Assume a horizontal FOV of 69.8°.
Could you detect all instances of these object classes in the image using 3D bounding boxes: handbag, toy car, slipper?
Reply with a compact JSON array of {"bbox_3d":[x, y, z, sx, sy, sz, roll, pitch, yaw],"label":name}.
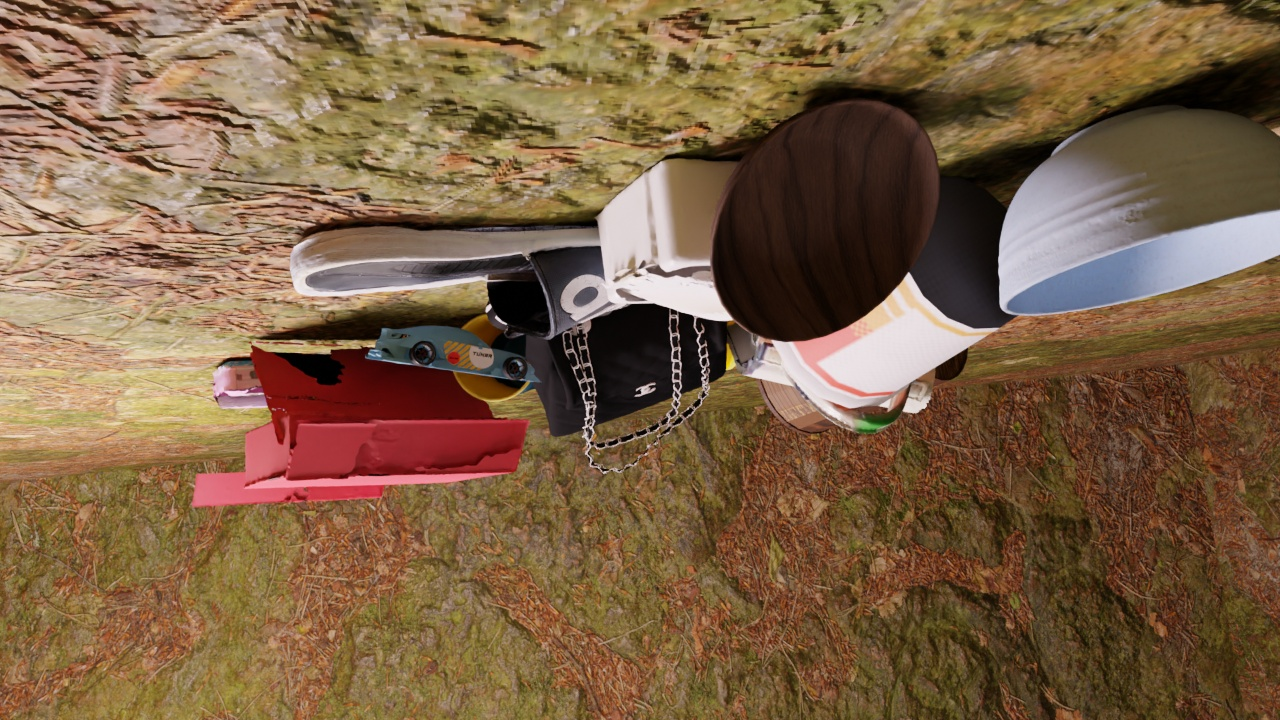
[{"bbox_3d":[-0.004,0.004,0.694,0.153,0.114,0.125,-17,154,-9],"label":"handbag"},{"bbox_3d":[0.150,-0.005,0.685,0.151,0.074,0.175,14,-155,-7],"label":"handbag"},{"bbox_3d":[-0.116,-0.006,0.584,0.107,0.027,0.060,10,177,-31],"label":"toy car"},{"bbox_3d":[-0.078,-0.045,0.572,0.263,0.063,0.111,0,172,-23],"label":"slipper"}]

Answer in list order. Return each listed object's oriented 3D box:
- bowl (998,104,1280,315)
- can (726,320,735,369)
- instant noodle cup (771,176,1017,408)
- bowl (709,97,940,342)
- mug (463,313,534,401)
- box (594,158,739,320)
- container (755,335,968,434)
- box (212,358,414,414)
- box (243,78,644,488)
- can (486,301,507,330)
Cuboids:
[{"bbox_3d":[0.253,-0.080,0.467,0.150,0.074,0.151,-10,167,-2],"label":"bowl"},{"bbox_3d":[0.035,-0.022,0.826,0.105,0.067,0.068,-3,173,-21],"label":"can"},{"bbox_3d":[0.162,-0.045,0.573,0.123,0.123,0.121,-3,165,-23],"label":"instant noodle cup"},{"bbox_3d":[0.080,-0.068,0.429,0.119,0.119,0.032,-3,-147,-24],"label":"bowl"},{"bbox_3d":[-0.119,-0.002,0.855,0.078,0.078,0.121,-7,178,8],"label":"mug"},{"bbox_3d":[0.036,-0.045,0.498,0.102,0.101,0.108,-4,171,-24],"label":"box"},{"bbox_3d":[0.215,-0.009,0.892,0.132,0.132,0.168,-1,166,-37],"label":"container"},{"bbox_3d":[-0.328,0.032,0.981,0.230,0.063,0.085,-2,172,-33],"label":"box"},{"bbox_3d":[-0.172,-0.008,0.757,0.212,0.128,0.427,3,137,-37],"label":"box"},{"bbox_3d":[-0.093,-0.044,0.675,0.031,0.031,0.081,-4,173,-18],"label":"can"}]
